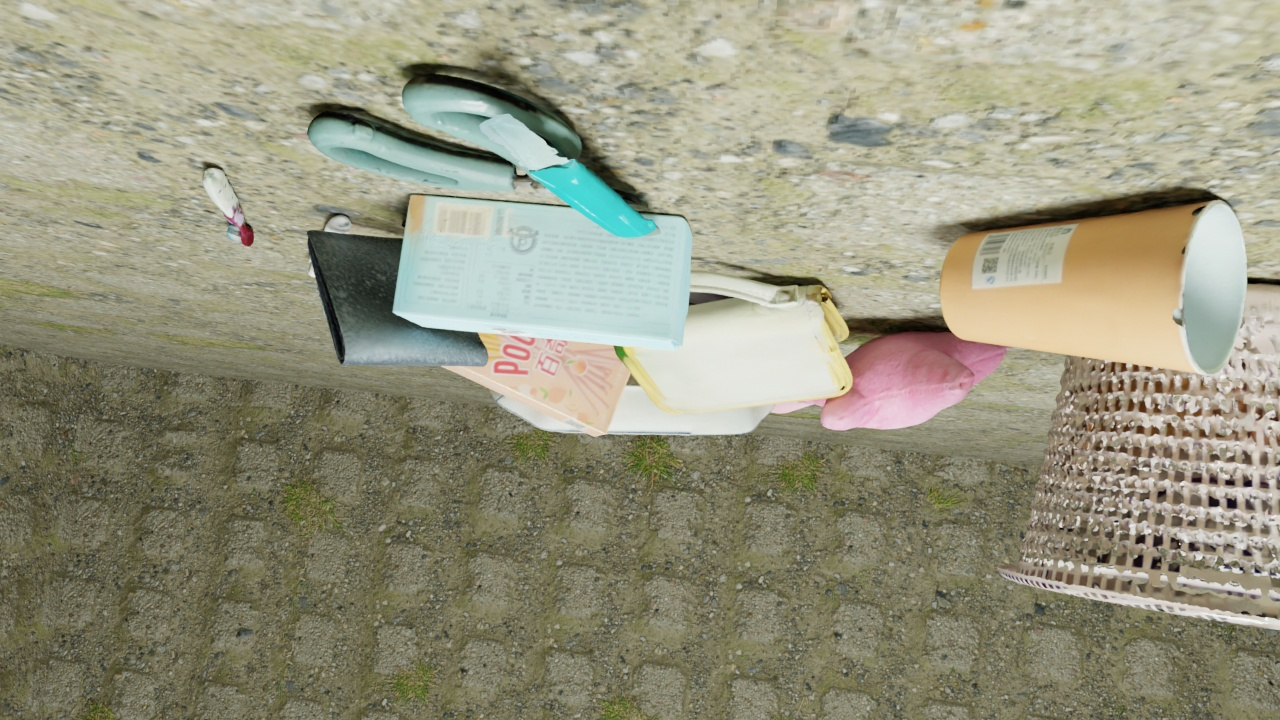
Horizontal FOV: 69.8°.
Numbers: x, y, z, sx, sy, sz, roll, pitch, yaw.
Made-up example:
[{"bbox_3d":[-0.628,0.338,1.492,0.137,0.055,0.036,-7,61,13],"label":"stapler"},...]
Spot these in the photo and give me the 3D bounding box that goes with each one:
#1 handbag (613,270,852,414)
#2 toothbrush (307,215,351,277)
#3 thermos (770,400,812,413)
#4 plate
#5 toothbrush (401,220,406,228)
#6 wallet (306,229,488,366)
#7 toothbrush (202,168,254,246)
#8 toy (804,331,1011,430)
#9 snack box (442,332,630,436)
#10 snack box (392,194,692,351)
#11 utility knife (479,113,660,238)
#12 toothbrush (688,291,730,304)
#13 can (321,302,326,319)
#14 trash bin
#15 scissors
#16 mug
[{"bbox_3d":[0.064,-0.026,0.688,0.164,0.063,0.179,-9,151,21],"label":"handbag"},{"bbox_3d":[-0.239,-0.085,0.699,0.016,0.016,0.180,6,172,-25],"label":"toothbrush"},{"bbox_3d":[0.169,0.019,0.998,0.087,0.067,0.199,-23,174,-4],"label":"thermos"},{"bbox_3d":[-0.005,0.005,0.827,0.265,0.034,0.161,2,-147,-13],"label":"plate"},{"bbox_3d":[-0.079,-0.073,0.660,0.189,0.016,0.014,12,166,-29],"label":"toothbrush"},{"bbox_3d":[-0.163,-0.042,0.612,0.097,0.120,0.019,1,136,-37],"label":"wallet"},{"bbox_3d":[-0.279,-0.102,0.620,0.017,0.016,0.188,19,171,-15],"label":"toothbrush"},{"bbox_3d":[0.227,0.013,0.767,0.178,0.074,0.194,-19,-175,2],"label":"toy"},{"bbox_3d":[-0.083,-0.008,0.729,0.157,0.084,0.026,26,164,-18],"label":"snack box"},{"bbox_3d":[-0.058,-0.052,0.559,0.175,0.074,0.051,6,174,8],"label":"snack box"},{"bbox_3d":[-0.026,-0.080,0.426,0.029,0.013,0.209,-6,175,14],"label":"utility knife"},{"bbox_3d":[0.028,-0.053,0.707,0.189,0.029,0.021,11,-147,-41],"label":"toothbrush"},{"bbox_3d":[-0.223,-0.046,0.802,0.067,0.066,0.093,4,173,19],"label":"can"},{"bbox_3d":[0.352,0.059,0.577,0.227,0.192,0.227,7,173,1],"label":"trash bin"},{"bbox_3d":[-0.081,-0.097,0.453,0.169,0.019,0.177,2,175,25],"label":"scissors"},{"bbox_3d":[0.217,-0.036,0.453,0.078,0.078,0.123,13,176,-41],"label":"mug"}]
